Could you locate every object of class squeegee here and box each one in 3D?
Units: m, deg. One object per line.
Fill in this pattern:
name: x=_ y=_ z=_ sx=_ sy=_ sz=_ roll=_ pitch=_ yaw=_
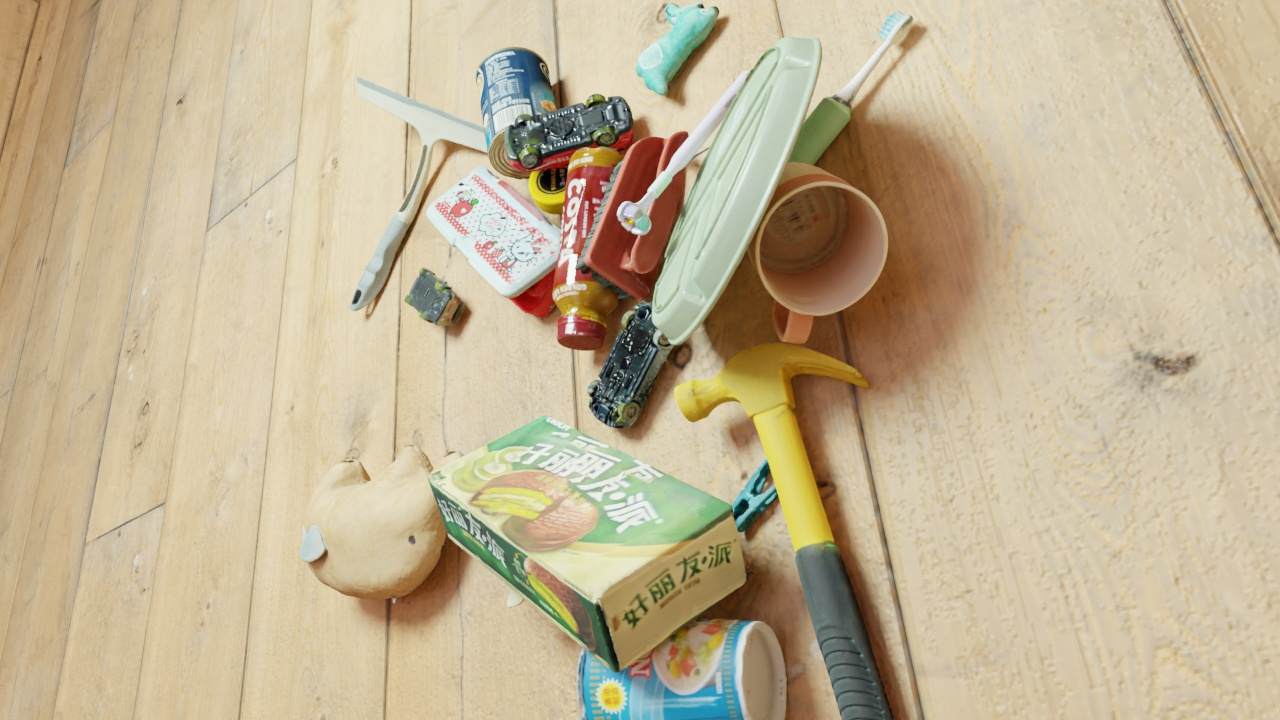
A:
squeegee: x=-0.270 y=-0.167 z=1.037 sx=0.247 sy=0.039 sz=0.247 roll=27 pitch=98 yaw=27

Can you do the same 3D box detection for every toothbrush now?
toothbrush: x=0.128 y=-0.166 z=0.693 sx=0.225 sy=0.026 sz=0.027 roll=-51 pitch=56 yaw=13
toothbrush: x=0.042 y=-0.171 z=0.728 sx=0.188 sy=0.029 sz=0.021 roll=-54 pitch=16 yaw=-24

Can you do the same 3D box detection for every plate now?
plate: x=0.059 y=-0.119 z=0.642 sx=0.230 sy=0.027 sz=0.230 roll=-158 pitch=92 yaw=-82

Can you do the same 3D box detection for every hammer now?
hammer: x=0.112 y=0.121 z=0.579 sx=0.129 sy=0.033 sz=0.300 roll=-24 pitch=61 yaw=20

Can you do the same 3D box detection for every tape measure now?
tape measure: x=-0.075 y=-0.164 z=0.865 sx=0.057 sy=0.029 sz=0.060 roll=-9 pitch=62 yaw=9

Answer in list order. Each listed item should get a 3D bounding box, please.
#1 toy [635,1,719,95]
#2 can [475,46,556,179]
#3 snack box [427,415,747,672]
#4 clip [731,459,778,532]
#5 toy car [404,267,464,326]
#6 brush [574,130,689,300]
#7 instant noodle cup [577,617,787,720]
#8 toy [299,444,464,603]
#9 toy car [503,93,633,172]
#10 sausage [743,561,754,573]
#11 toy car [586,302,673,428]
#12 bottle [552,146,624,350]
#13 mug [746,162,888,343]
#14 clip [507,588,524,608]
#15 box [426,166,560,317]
toy: x=0.031 y=-0.288 z=0.829 sx=0.092 sy=0.030 sz=0.096 roll=-44 pitch=42 yaw=13
can: x=-0.120 y=-0.244 z=0.909 sx=0.075 sy=0.075 sz=0.111 roll=-31 pitch=55 yaw=29
snack box: x=-0.047 y=0.116 z=0.651 sx=0.240 sy=0.114 sz=0.063 roll=19 pitch=129 yaw=52
clip: x=0.081 y=0.095 z=0.640 sx=0.056 sy=0.014 sz=0.041 roll=-50 pitch=48 yaw=11
toy car: x=-0.213 y=-0.064 z=0.947 sx=0.090 sy=0.035 sz=0.042 roll=36 pitch=96 yaw=49
brush: x=0.003 y=-0.125 z=0.753 sx=0.069 sy=0.063 sz=0.145 roll=-17 pitch=48 yaw=51
instant noodle cup: x=0.032 y=0.206 z=0.590 sx=0.110 sy=0.099 sz=0.099 roll=-14 pitch=64 yaw=28
toy: x=-0.223 y=0.148 z=0.840 sx=0.227 sy=0.082 sz=0.143 roll=-16 pitch=75 yaw=33
toy car: x=-0.065 y=-0.203 z=0.837 sx=0.120 sy=0.045 sz=0.052 roll=-12 pitch=61 yaw=2
sausage: x=0.017 y=0.146 z=0.671 sx=0.156 sy=0.020 sz=0.020 roll=-6 pitch=69 yaw=39
toy car: x=-0.004 y=0.004 z=0.738 sx=0.049 sy=0.031 sz=0.105 roll=31 pitch=97 yaw=42
bottle: x=-0.043 y=-0.096 z=0.794 sx=0.058 sy=0.057 sz=0.174 roll=-9 pitch=67 yaw=39
mug: x=0.109 y=-0.071 z=0.617 sx=0.105 sy=0.081 sz=0.115 roll=-93 pitch=9 yaw=-69
clip: x=-0.079 y=0.160 z=0.741 sx=0.034 sy=0.064 sz=0.098 roll=-31 pitch=48 yaw=27
box: x=-0.138 y=-0.125 z=0.883 sx=0.090 sy=0.068 sz=0.201 roll=-56 pitch=46 yaw=9
